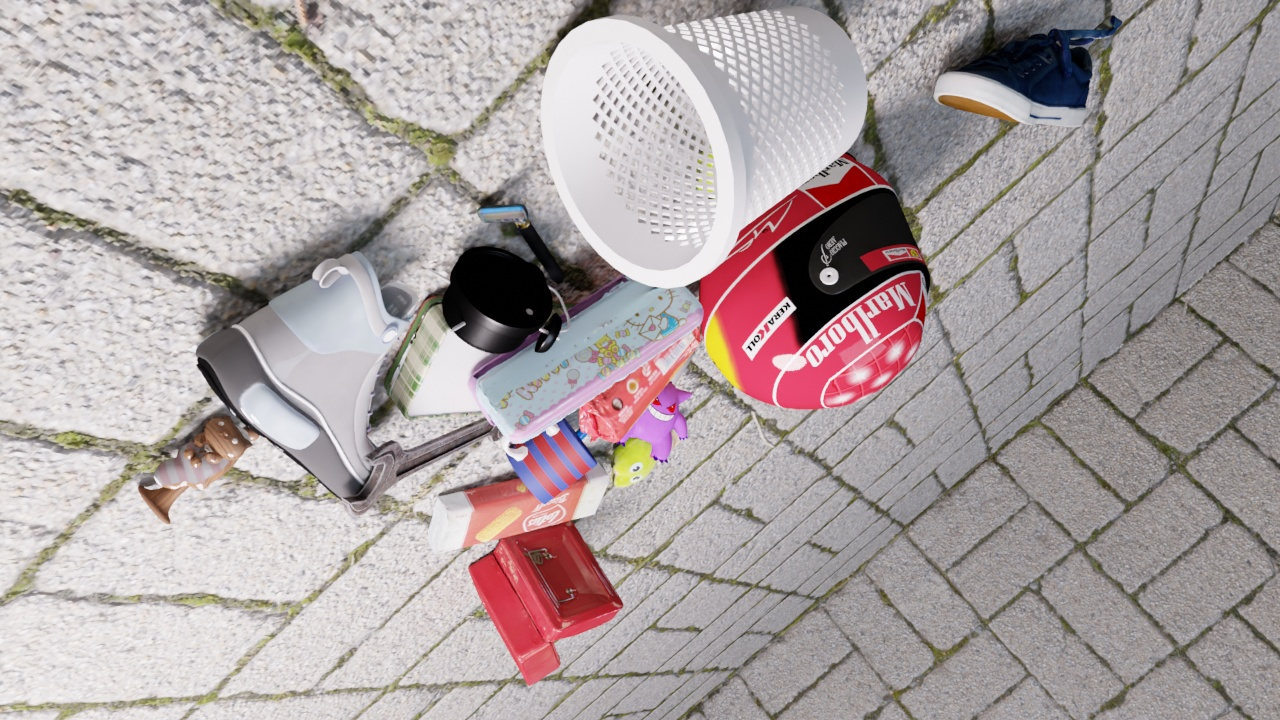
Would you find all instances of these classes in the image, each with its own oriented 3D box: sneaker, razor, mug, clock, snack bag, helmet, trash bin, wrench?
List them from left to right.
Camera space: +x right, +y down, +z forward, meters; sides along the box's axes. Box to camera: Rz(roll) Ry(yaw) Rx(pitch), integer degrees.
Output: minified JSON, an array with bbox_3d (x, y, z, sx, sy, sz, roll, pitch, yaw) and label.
[{"bbox_3d":[-0.233,0.018,0.757,0.160,0.093,0.257,-42,154,-11],"label":"sneaker"},{"bbox_3d":[-0.186,0.082,0.869,0.070,0.010,0.272,-66,165,19],"label":"wrench"},{"bbox_3d":[-0.113,-0.048,0.783,0.120,0.091,0.043,2,143,-39],"label":"clock"},{"bbox_3d":[-0.144,0.176,1.109,0.224,0.041,0.078,-7,135,-34],"label":"snack bag"},{"bbox_3d":[-0.094,-0.104,0.801,0.043,0.022,0.144,1,162,15],"label":"razor"},{"bbox_3d":[-0.108,0.100,1.033,0.076,0.075,0.112,-37,135,-3],"label":"mug"},{"bbox_3d":[-0.006,0.006,0.971,0.176,0.082,0.082,-50,154,-14],"label":"snack bag"},{"bbox_3d":[0.062,-0.185,0.711,0.199,0.195,0.196,-31,152,-34],"label":"trash bin"},{"bbox_3d":[0.196,-0.067,0.979,0.271,0.224,0.198,-37,152,-1],"label":"helmet"},{"bbox_3d":[0.436,-0.330,1.026,0.293,0.121,0.127,-14,120,-43],"label":"sneaker"}]

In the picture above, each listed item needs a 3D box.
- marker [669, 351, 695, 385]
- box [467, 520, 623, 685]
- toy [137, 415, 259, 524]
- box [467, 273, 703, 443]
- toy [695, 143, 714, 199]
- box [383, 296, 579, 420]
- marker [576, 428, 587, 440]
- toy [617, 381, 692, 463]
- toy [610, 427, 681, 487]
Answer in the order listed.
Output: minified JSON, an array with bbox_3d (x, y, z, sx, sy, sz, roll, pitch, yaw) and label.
[{"bbox_3d":[0.032,0.036,1.155,0.016,0.016,0.141,-10,140,-43],"label":"marker"},{"bbox_3d":[-0.149,0.330,1.230,0.151,0.157,0.166,0,136,-46],"label":"box"},{"bbox_3d":[-0.358,0.084,0.745,0.101,0.041,0.055,-39,175,-17],"label":"toy"},{"bbox_3d":[-0.044,0.001,0.840,0.214,0.093,0.089,-34,149,-14],"label":"box"},{"bbox_3d":[0.087,-0.195,0.863,0.093,0.036,0.094,-39,154,-17],"label":"toy"},{"bbox_3d":[-0.132,-0.004,0.872,0.205,0.050,0.118,-4,133,-48],"label":"box"},{"bbox_3d":[-0.105,0.124,1.128,0.142,0.013,0.013,-46,151,15],"label":"marker"},{"bbox_3d":[0.011,0.058,1.029,0.106,0.056,0.088,26,94,-22],"label":"toy"},{"bbox_3d":[0.010,0.121,1.225,0.117,0.043,0.092,-30,150,-19],"label":"toy"}]
